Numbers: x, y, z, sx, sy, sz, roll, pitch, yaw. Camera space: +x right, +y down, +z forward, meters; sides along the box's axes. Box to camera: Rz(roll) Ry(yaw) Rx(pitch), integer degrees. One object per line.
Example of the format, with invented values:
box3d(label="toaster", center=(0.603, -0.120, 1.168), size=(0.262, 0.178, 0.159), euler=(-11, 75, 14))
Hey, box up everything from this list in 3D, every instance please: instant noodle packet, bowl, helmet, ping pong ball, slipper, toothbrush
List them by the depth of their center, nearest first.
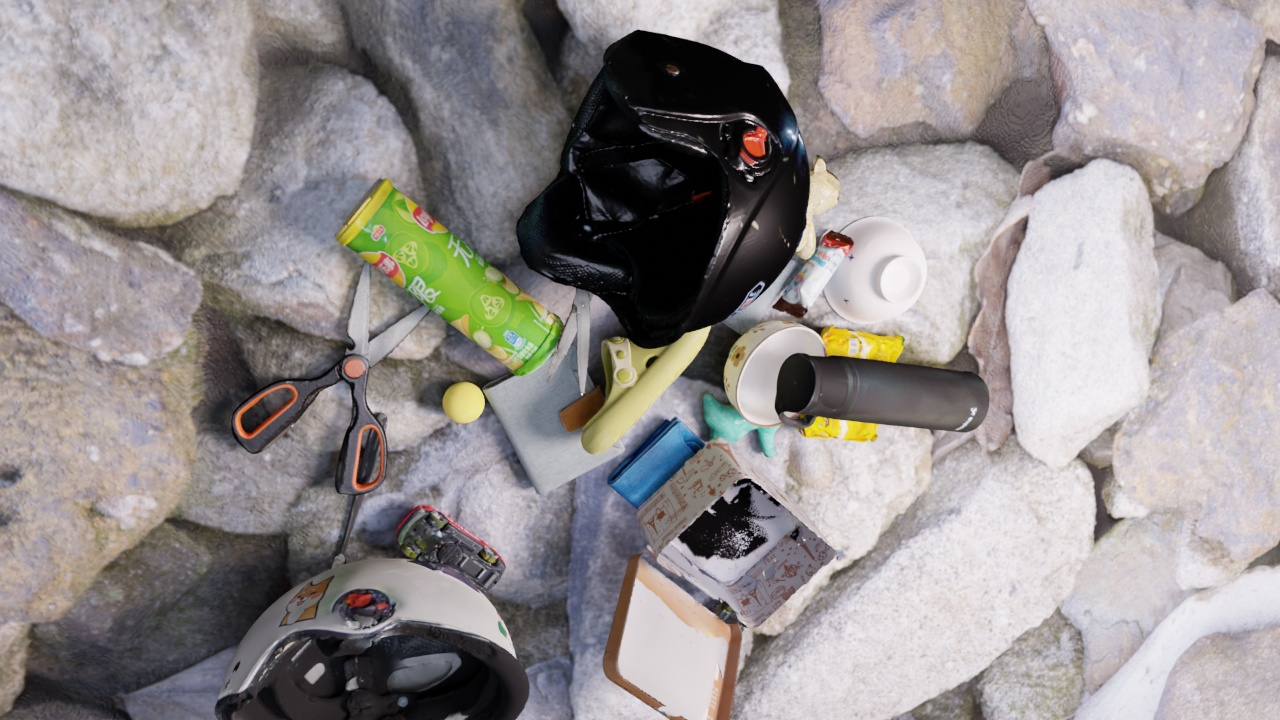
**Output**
box3d(label="helmet", center=(0.035, -0.145, 0.791), size=(0.229, 0.234, 0.274), euler=(-7, 66, -30))
box3d(label="helmet", center=(-0.249, 0.276, 0.871), size=(0.274, 0.156, 0.230), euler=(-19, 129, 0))
box3d(label="ping pong ball", center=(-0.173, 0.041, 0.896), size=(0.040, 0.040, 0.040), euler=(-4, 106, -15))
box3d(label="slipper", center=(-0.005, 0.005, 0.899), size=(0.081, 0.092, 0.190), euler=(41, 72, -1))
box3d(label="toothbrush", center=(-0.279, 0.136, 0.907), size=(0.015, 0.018, 0.181), euler=(17, 98, -12))
box3d(label="bowl", center=(0.129, 0.007, 0.946), size=(0.113, 0.062, 0.114), euler=(-15, 121, -27))
box3d(label="bowl", center=(0.259, -0.089, 0.969), size=(0.118, 0.065, 0.118), euler=(-4, 107, -14))
box3d(label="instant noodle packet", center=(0.226, 0.025, 1.002), size=(0.110, 0.044, 0.128), euler=(6, 107, -24))

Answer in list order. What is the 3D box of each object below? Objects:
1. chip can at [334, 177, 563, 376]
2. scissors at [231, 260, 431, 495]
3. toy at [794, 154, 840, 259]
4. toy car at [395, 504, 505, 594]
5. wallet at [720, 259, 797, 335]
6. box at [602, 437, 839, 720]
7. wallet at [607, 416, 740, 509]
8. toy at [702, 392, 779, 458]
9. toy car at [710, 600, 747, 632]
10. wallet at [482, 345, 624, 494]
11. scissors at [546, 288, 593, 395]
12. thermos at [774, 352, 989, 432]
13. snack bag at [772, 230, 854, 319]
box3d(label="chip can", center=(-0.170, -0.071, 0.849), size=(0.221, 0.072, 0.072), euler=(39, 92, -22))
box3d(label="scissors", center=(-0.279, 0.028, 0.873), size=(0.220, 0.022, 0.225), euler=(-23, 105, -10))
box3d(label="toy", center=(0.138, -0.133, 0.917), size=(0.157, 0.066, 0.105), euler=(-46, 138, -8))
box3d(label="toy car", center=(-0.193, 0.190, 0.929), size=(0.053, 0.045, 0.120), euler=(-48, 117, -1))
box3d(label="wallet", center=(0.091, -0.091, 0.947), size=(0.121, 0.019, 0.097), euler=(31, 93, -20))
box3d(label="box", center=(0.070, 0.231, 0.941), size=(0.179, 0.130, 0.272), euler=(42, 71, -30))
box3d(label="wallet", center=(0.045, 0.135, 0.987), size=(0.106, 0.040, 0.133), euler=(-44, 113, 4))
box3d(label="toy", center=(0.116, 0.068, 0.991), size=(0.092, 0.030, 0.096), euler=(-16, 111, -9))
box3d(label="toy car", center=(0.091, 0.302, 1.046), size=(0.090, 0.035, 0.042), euler=(-45, 113, -1))
box3d(label="wallet", center=(-0.084, 0.061, 0.929), size=(0.106, 0.037, 0.130), euler=(-26, 111, -7))
box3d(label="scissors", center=(-0.057, -0.060, 0.874), size=(0.162, 0.014, 0.166), euler=(-33, 91, -29))
box3d(label="thermos", center=(0.248, 0.040, 0.957), size=(0.242, 0.068, 0.090), euler=(6, 138, -29))
box3d(label="snack bag", center=(0.181, -0.090, 0.954), size=(0.105, 0.045, 0.026), euler=(-55, 134, -3))
